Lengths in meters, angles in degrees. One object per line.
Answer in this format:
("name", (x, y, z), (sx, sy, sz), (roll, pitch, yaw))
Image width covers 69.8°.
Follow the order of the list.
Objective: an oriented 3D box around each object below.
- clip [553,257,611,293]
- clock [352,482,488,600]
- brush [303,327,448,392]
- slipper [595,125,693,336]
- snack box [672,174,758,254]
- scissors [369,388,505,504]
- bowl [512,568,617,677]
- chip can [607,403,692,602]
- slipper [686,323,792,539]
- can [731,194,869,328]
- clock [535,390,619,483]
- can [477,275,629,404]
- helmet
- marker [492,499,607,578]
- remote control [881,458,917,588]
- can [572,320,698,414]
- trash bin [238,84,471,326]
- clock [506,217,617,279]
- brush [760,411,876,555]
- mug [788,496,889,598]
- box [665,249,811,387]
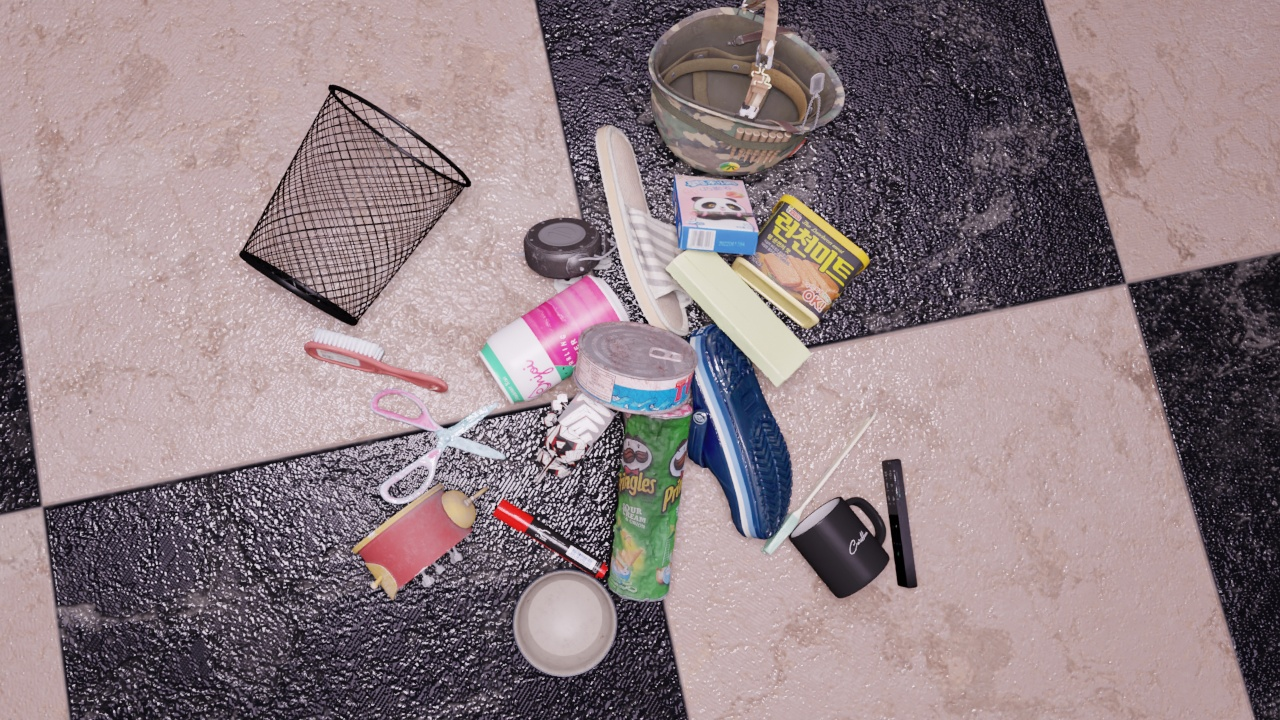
("clip", (-0.086, -0.108, 1.107), (0.101, 0.041, 0.054), (6, 68, -2))
("clock", (-0.229, 0.193, 1.011), (0.158, 0.117, 0.081), (-37, 89, -15))
("brush", (-0.305, 0.000, 1.073), (0.172, 0.041, 0.030), (16, 63, -2))
("slipper", (0.008, -0.157, 1.086), (0.054, 0.114, 0.272), (-23, 79, 27))
("snack box", (0.085, -0.173, 1.078), (0.088, 0.154, 0.033), (4, 123, -5))
("scissors", (-0.245, 0.104, 1.073), (0.170, 0.014, 0.168), (20, 79, -4))
("bowl", (-0.085, 0.291, 1.032), (0.115, 0.059, 0.115), (1, 81, -4))
("chip can", (0.008, 0.155, 1.015), (0.075, 0.075, 0.223), (5, 103, -4))
("slipper", (0.102, 0.083, 1.065), (0.095, 0.104, 0.253), (-14, 96, 31))
("can", (0.190, -0.117, 1.109), (0.131, 0.072, 0.101), (39, 83, 2))
("clock", (-0.077, 0.074, 1.034), (0.065, 0.115, 0.154), (38, 64, 2))
("can", (-0.098, -0.024, 1.064), (0.165, 0.088, 0.088), (-33, 85, -8))
("helmet", (0.123, -0.322, 1.051), (0.224, 0.237, 0.192), (1, 57, 6))
("marker", (-0.103, 0.208, 1.061), (0.145, 0.023, 0.021), (32, 122, 1))
("remote control", (0.306, 0.192, 1.088), (0.013, 0.034, 0.150), (-5, 82, -5))
("can", (-0.006, 0.006, 0.990), (0.130, 0.129, 0.044), (10, 117, -3))
("trash bin", (-0.326, -0.165, 1.030), (0.184, 0.184, 0.210), (33, 86, 1))
("clock", (-0.086, -0.128, 1.076), (0.123, 0.044, 0.090), (20, 42, 25))
("brush", (0.215, 0.144, 1.092), (0.012, 0.033, 0.217), (41, 79, 1))
("mug", (0.241, 0.207, 1.067), (0.113, 0.078, 0.088), (-36, 85, -35))
("box", (0.123, -0.062, 1.066), (0.188, 0.140, 0.048), (48, 114, 7))
